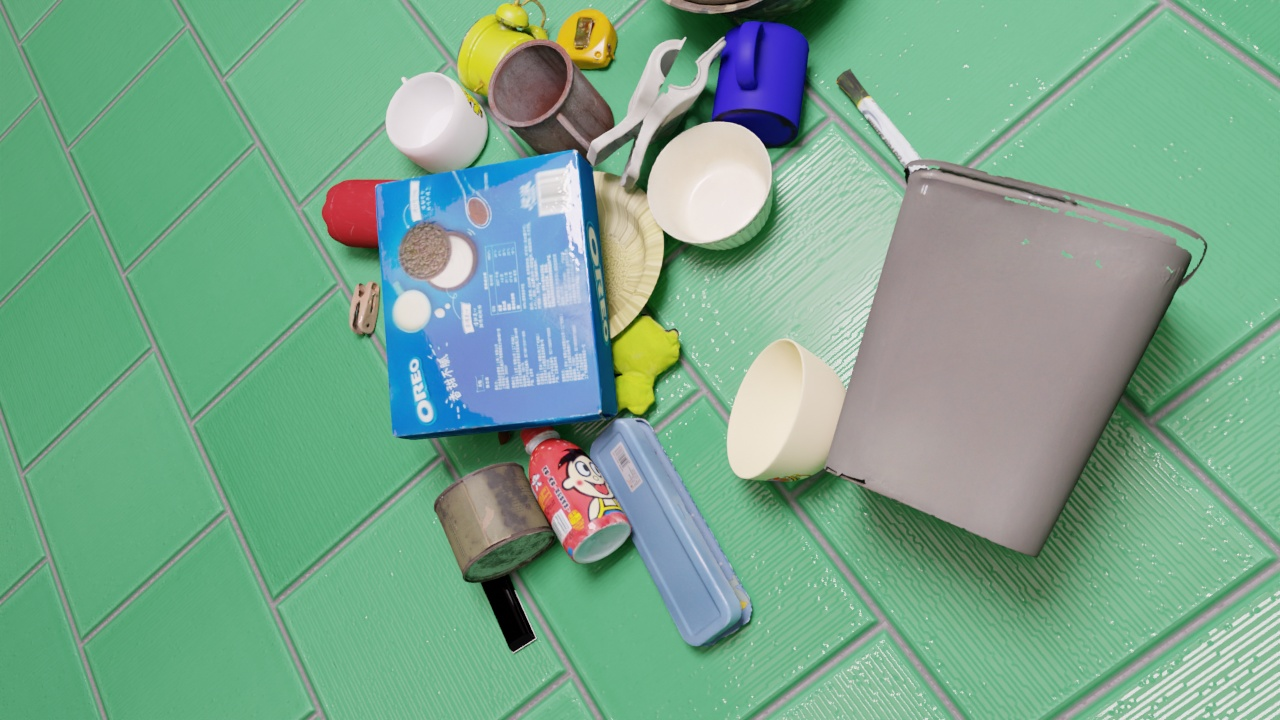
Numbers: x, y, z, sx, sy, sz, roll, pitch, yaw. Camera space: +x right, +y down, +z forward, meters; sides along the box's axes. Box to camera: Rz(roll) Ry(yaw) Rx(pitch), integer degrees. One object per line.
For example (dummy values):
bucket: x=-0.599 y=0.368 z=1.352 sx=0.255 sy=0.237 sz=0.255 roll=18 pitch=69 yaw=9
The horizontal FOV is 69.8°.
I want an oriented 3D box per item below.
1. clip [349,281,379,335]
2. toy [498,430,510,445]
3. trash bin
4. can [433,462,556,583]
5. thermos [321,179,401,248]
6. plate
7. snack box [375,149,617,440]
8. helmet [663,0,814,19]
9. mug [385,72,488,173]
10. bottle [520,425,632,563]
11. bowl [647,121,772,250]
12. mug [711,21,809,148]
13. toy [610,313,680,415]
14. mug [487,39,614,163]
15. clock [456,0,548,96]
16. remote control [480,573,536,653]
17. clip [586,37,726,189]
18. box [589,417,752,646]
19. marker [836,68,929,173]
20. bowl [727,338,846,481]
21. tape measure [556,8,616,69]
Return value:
clip: x=-0.295 y=-0.058 z=0.990 sx=0.049 sy=0.026 sz=0.061 roll=-36 pitch=59 yaw=6
toy: x=-0.160 y=0.032 z=0.905 sx=0.090 sy=0.070 sz=0.103 roll=-2 pitch=99 yaw=35
trash bin: x=0.250 y=0.006 z=0.659 sx=0.197 sy=0.197 sz=0.220 roll=22 pitch=92 yaw=24
can: x=-0.133 y=0.146 z=0.832 sx=0.090 sy=0.090 sz=0.074 roll=-35 pitch=66 yaw=11
thermos: x=-0.220 y=-0.148 z=0.940 sx=0.240 sy=0.073 sz=0.073 roll=7 pitch=79 yaw=30
plate: x=-0.056 y=-0.089 z=0.886 sx=0.185 sy=0.036 sz=0.184 roll=-8 pitch=71 yaw=24
snack box: x=-0.131 y=-0.055 z=0.827 sx=0.196 sy=0.056 sz=0.238 roll=-7 pitch=84 yaw=12
helmet: x=0.071 y=-0.406 z=0.805 sx=0.224 sy=0.235 sz=0.193 roll=50 pitch=122 yaw=15
mug: x=-0.221 y=-0.259 z=0.983 sx=0.094 sy=0.068 sz=0.115 roll=-38 pitch=66 yaw=10
bottle: x=-0.065 y=0.110 z=0.817 sx=0.062 sy=0.062 sz=0.137 roll=-41 pitch=57 yaw=8
bowl: x=0.071 y=-0.151 z=0.837 sx=0.115 sy=0.062 sz=0.115 roll=-6 pitch=74 yaw=21
mug: x=0.104 y=-0.253 z=0.822 sx=0.079 sy=0.111 sz=0.083 roll=5 pitch=79 yaw=19
toy: x=-0.005 y=0.005 z=0.845 sx=0.094 sy=0.036 sz=0.093 roll=-8 pitch=79 yaw=28
mug: x=-0.076 y=-0.237 z=0.897 sx=0.096 sy=0.110 sz=0.123 roll=-42 pitch=65 yaw=14
clock: x=-0.140 y=-0.324 z=0.958 sx=0.057 sy=0.083 sz=0.119 roll=33 pitch=94 yaw=21
remote control: x=-0.135 y=0.211 z=0.860 sx=0.028 sy=0.011 sz=0.124 roll=-35 pitch=66 yaw=11
clip: x=0.006 y=-0.233 z=0.840 sx=0.150 sy=0.125 sz=0.089 roll=-44 pitch=92 yaw=-8
box: x=0.026 y=0.147 z=0.807 sx=0.067 sy=0.052 sz=0.209 roll=-46 pitch=60 yaw=31
marker: x=0.219 y=-0.203 z=0.813 sx=0.017 sy=0.017 sz=0.146 roll=-35 pitch=66 yaw=11
bowl: x=0.132 y=0.050 z=0.749 sx=0.074 sy=0.118 sz=0.118 roll=19 pitch=83 yaw=-17
tape measure: x=-0.055 y=-0.335 z=0.955 sx=0.068 sy=0.030 sz=0.059 roll=11 pitch=83 yaw=24
